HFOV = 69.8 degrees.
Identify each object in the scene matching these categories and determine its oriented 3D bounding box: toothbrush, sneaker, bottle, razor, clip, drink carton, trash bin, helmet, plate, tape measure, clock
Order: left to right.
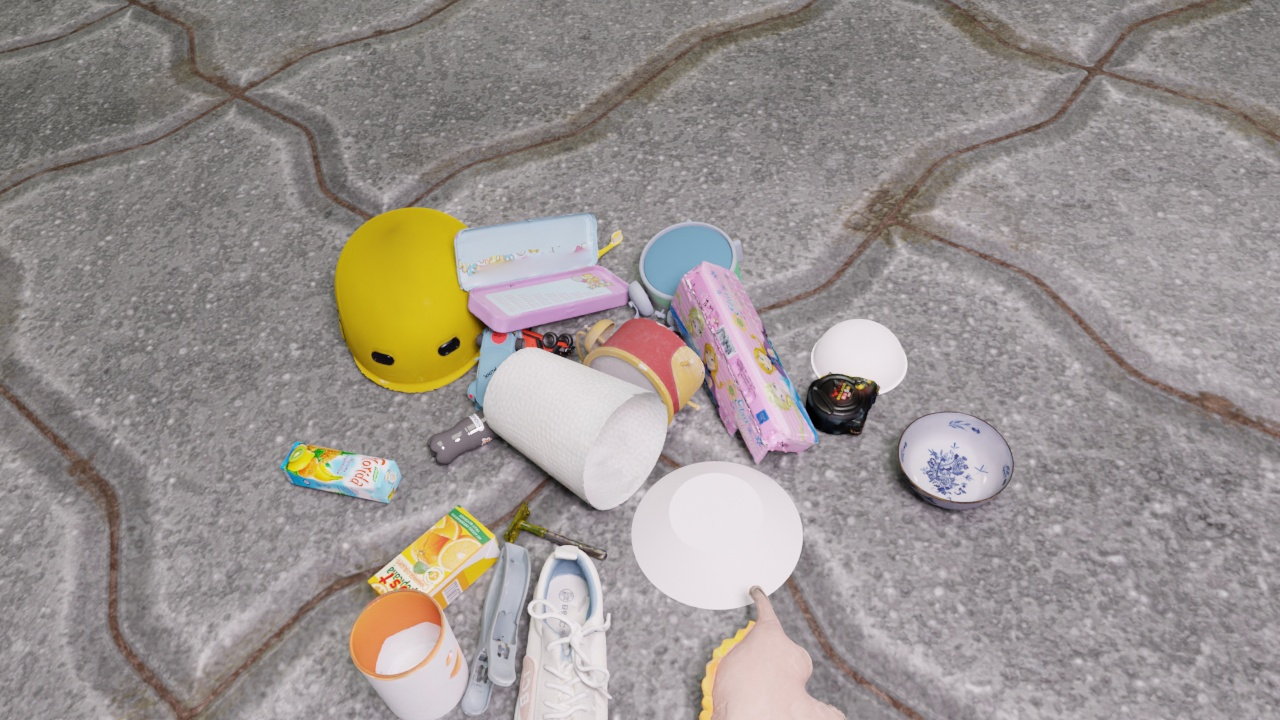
[{"bbox_3d":[-0.325,0.122,1.002,0.129,0.039,0.044,9,50,13],"label":"drink carton"},{"bbox_3d":[-0.280,-0.094,1.123,0.209,0.140,0.239,-10,49,-3],"label":"helmet"},{"bbox_3d":[-0.205,0.209,0.911,0.058,0.041,0.122,33,60,30],"label":"drink carton"},{"bbox_3d":[-0.183,0.078,1.028,0.109,0.036,0.036,-29,52,-19],"label":"bottle"},{"bbox_3d":[-0.134,0.250,0.859,0.027,0.091,0.162,21,35,-15],"label":"clip"},{"bbox_3d":[-0.083,0.182,0.937,0.106,0.026,0.042,17,50,15],"label":"razor"},{"bbox_3d":[-0.068,0.274,0.802,0.089,0.091,0.241,0,48,-3],"label":"sneaker"},{"bbox_3d":[-0.074,0.063,0.975,0.161,0.133,0.133,26,55,32],"label":"trash bin"},{"bbox_3d":[-0.067,-0.132,1.217,0.021,0.016,0.135,31,58,23],"label":"toothbrush"},{"bbox_3d":[-0.006,0.006,1.025,0.159,0.117,0.081,21,50,30],"label":"clock"},{"bbox_3d":[0.051,-0.091,1.137,0.122,0.075,0.161,27,69,25],"label":"clock"},{"bbox_3d":[0.077,0.162,0.926,0.174,0.036,0.173,-3,48,3],"label":"plate"},{"bbox_3d":[0.219,0.047,1.012,0.072,0.042,0.071,20,58,16],"label":"tape measure"}]

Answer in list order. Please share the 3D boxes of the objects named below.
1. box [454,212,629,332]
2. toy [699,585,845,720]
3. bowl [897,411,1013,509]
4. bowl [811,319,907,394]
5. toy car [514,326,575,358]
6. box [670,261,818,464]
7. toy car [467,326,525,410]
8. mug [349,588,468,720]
[{"bbox_3d":[-0.120,-0.107,1.119,0.213,0.062,0.140,-16,78,-41],"label":"box"},{"bbox_3d":[0.039,0.314,0.762,0.264,0.065,0.196,-17,55,-18],"label":"toy"},{"bbox_3d":[0.318,0.111,0.941,0.114,0.045,0.114,-3,48,3],"label":"bowl"},{"bbox_3d":[0.254,-0.014,1.062,0.110,0.041,0.109,-3,48,3],"label":"bowl"},{"bbox_3d":[-0.131,-0.020,1.099,0.100,0.051,0.049,19,96,20],"label":"toy car"},{"bbox_3d":[0.099,0.008,1.015,0.091,0.084,0.230,-36,64,28],"label":"box"},{"bbox_3d":[-0.168,0.007,1.060,0.060,0.027,0.107,6,83,11],"label":"toy car"},{"bbox_3d":[-0.203,0.264,0.818,0.082,0.105,0.082,-3,48,3],"label":"mug"}]
